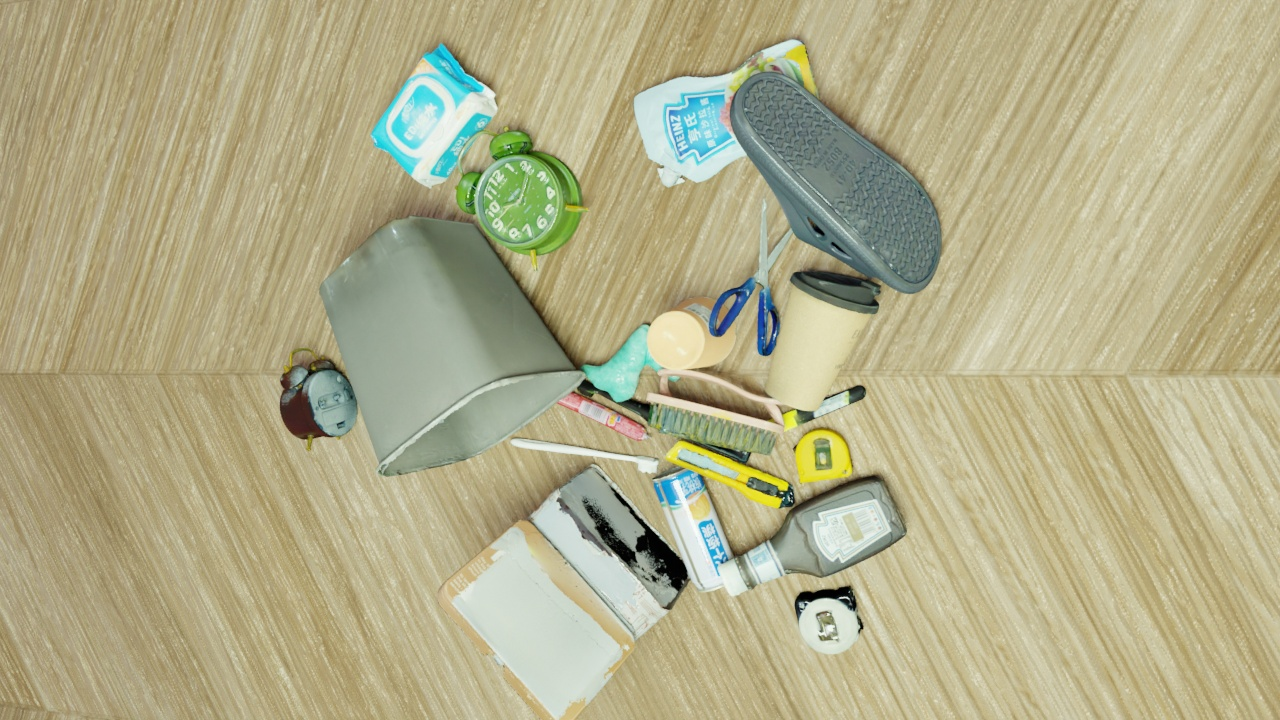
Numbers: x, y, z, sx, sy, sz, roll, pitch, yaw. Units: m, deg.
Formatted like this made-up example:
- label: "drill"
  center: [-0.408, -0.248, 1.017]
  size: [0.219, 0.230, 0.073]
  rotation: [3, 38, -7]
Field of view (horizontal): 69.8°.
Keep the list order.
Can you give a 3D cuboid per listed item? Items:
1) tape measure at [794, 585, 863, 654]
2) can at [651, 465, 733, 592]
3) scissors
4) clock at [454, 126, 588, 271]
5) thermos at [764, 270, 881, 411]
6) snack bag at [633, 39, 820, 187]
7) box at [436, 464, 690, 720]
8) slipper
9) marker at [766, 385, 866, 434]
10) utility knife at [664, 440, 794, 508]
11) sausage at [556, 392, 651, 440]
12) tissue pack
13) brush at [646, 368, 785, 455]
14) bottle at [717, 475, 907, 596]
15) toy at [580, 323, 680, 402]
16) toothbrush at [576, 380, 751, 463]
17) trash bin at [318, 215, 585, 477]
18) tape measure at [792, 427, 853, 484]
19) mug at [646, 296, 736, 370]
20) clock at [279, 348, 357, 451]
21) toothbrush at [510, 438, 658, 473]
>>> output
- label: "tape measure"
  center: [0.204, 0.281, 0.990]
  size: [0.066, 0.033, 0.066]
  rotation: [-15, 92, 19]
- label: "can"
  center: [0.061, 0.183, 1.009]
  size: [0.053, 0.053, 0.134]
  rotation: [-22, 90, 17]
- label: "scissors"
  center: [0.120, -0.076, 0.938]
  size: [0.012, 0.162, 0.176]
  rotation: [18, 130, 38]
- label: "clock"
  center: [-0.139, -0.187, 1.024]
  size: [0.161, 0.056, 0.116]
  rotation: [45, 105, 7]
- label: "thermos"
  center: [0.180, -0.024, 0.936]
  size: [0.093, 0.092, 0.143]
  rotation: [22, 109, 13]
- label: "snack bag"
  center: [0.091, -0.255, 0.960]
  size: [0.191, 0.038, 0.110]
  rotation: [-14, 103, 18]
- label: "box"
  center: [-0.065, 0.230, 0.948]
  size: [0.178, 0.271, 0.107]
  rotation: [47, 120, 6]
- label: "slipper"
  center: [0.189, -0.172, 0.918]
  size: [0.268, 0.083, 0.110]
  rotation: [42, 70, -6]
- label: "marker"
  center: [0.182, 0.055, 0.981]
  size: [0.124, 0.015, 0.018]
  rotation: [-24, 85, 14]
- label: "utility knife"
  center: [0.098, 0.124, 0.987]
  size: [0.154, 0.015, 0.033]
  rotation: [22, 87, -8]
- label: "sausage"
  center: [-0.057, 0.056, 1.047]
  size: [0.156, 0.020, 0.020]
  rotation: [24, 102, 13]
- label: "tissue pack"
  center: [-0.234, -0.274, 1.037]
  size: [0.090, 0.063, 0.140]
  rotation: [44, 106, 8]
- label: "brush"
  center: [0.081, 0.054, 0.968]
  size: [0.146, 0.063, 0.073]
  rotation: [12, 84, 11]
- label: "bottle"
  center: [0.175, 0.191, 0.959]
  size: [0.195, 0.044, 0.080]
  rotation: [-26, 87, 4]
- label: "toy"
  center: [-0.006, 0.006, 1.016]
  size: [0.096, 0.030, 0.092]
  rotation: [38, 92, 11]
- label: "toothbrush"
  center: [0.023, 0.064, 1.023]
  size: [0.213, 0.026, 0.027]
  rotation: [21, 145, 14]
- label: "trash bin"
  center: [-0.215, -0.019, 0.992]
  size: [0.199, 0.198, 0.219]
  rotation: [-37, 76, 25]
- label: "tape measure"
  center: [0.193, 0.101, 0.974]
  size: [0.060, 0.028, 0.057]
  rotation: [-10, 93, 17]
- label: "mug"
  center: [0.051, -0.025, 0.952]
  size: [0.078, 0.122, 0.078]
  rotation: [2, 96, 15]
- label: "clock"
  center: [-0.394, 0.043, 1.112]
  size: [0.055, 0.081, 0.122]
  rotation: [-13, 95, 23]
- label: "toothbrush"
  center: [-0.066, 0.109, 1.058]
  size: [0.180, 0.016, 0.016]
  rotation: [8, 104, 15]
